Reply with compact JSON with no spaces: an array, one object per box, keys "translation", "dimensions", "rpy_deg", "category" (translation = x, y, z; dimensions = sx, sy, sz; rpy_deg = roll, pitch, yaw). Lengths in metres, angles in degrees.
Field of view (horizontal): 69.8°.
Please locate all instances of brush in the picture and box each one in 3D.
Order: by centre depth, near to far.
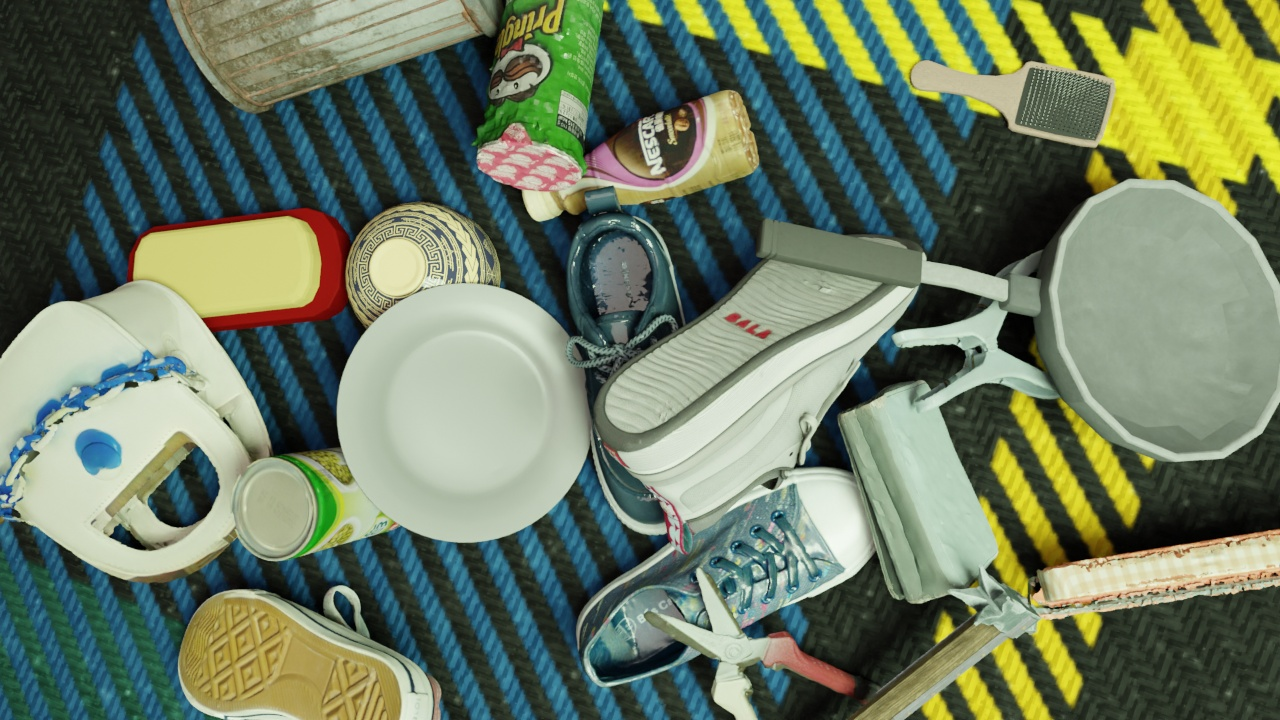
[{"translation":[0.255,-0.186,0.633],"dimensions":[0.136,0.015,0.050],"rpy_deg":[15,90,8],"category":"brush"},{"translation":[-0.306,-0.067,0.690],"dimensions":[0.173,0.042,0.082],"rpy_deg":[-6,86,8],"category":"brush"}]

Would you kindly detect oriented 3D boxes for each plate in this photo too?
[{"translation":[-0.118,0.035,0.637],"dimensions":[0.178,0.012,0.178],"rpy_deg":[2,85,-23],"category":"plate"}]

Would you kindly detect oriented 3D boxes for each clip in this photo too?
[{"translation":[0.252,0.011,0.590],"dimensions":[0.171,0.029,0.141],"rpy_deg":[-26,86,-16],"category":"clip"}]

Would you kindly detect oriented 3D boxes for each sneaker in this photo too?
[{"translation":[0.095,0.014,0.595],"dimensions":[0.262,0.129,0.097],"rpy_deg":[-37,41,-22],"category":"sneaker"},{"translation":[0.055,0.144,0.610],"dimensions":[0.235,0.079,0.087],"rpy_deg":[-30,84,5],"category":"sneaker"},{"translation":[-0.004,0.004,0.621],"dimensions":[0.089,0.087,0.235],"rpy_deg":[-11,87,8],"category":"sneaker"},{"translation":[-0.223,0.219,0.642],"dimensions":[0.241,0.087,0.118],"rpy_deg":[6,75,32],"category":"sneaker"}]

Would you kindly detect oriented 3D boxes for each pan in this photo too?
[{"translation":[0.236,-0.038,0.557],"dimensions":[0.357,0.041,0.178],"rpy_deg":[10,77,-14],"category":"pan"}]

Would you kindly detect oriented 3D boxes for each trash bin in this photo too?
[{"translation":[-0.201,-0.266,0.644],"dimensions":[0.211,0.130,0.130],"rpy_deg":[-17,85,8],"category":"trash bin"}]

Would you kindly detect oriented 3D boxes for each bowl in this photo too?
[{"translation":[-0.164,-0.062,0.660],"dimensions":[0.112,0.061,0.112],"rpy_deg":[0,87,8],"category":"bowl"}]

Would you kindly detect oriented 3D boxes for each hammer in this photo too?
[{"translation":[0.125,0.253,0.592],"dimensions":[0.317,0.147,0.028],"rpy_deg":[-44,51,13],"category":"hammer"}]

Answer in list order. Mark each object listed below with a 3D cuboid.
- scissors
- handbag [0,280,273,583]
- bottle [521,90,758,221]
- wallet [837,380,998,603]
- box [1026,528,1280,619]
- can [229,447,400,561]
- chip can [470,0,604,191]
[{"translation":[0.081,0.210,0.595],"dimensions":[0.193,0.015,0.179],"rpy_deg":[3,111,-17],"category":"scissors"},{"translation":[-0.368,0.063,0.655],"dimensions":[0.201,0.092,0.199],"rpy_deg":[-43,92,20],"category":"handbag"},{"translation":[-0.003,-0.137,0.646],"dimensions":[0.166,0.059,0.059],"rpy_deg":[-15,85,16],"category":"bottle"},{"translation":[0.176,0.080,0.589],"dimensions":[0.054,0.100,0.131],"rpy_deg":[-20,83,33],"category":"wallet"},{"translation":[0.342,0.132,0.579],"dimensions":[0.187,0.083,0.043],"rpy_deg":[-11,71,9],"category":"box"},{"translation":[-0.211,0.093,0.627],"dimensions":[0.067,0.120,0.067],"rpy_deg":[0,89,18],"category":"can"},{"translation":[-0.061,-0.232,0.630],"dimensions":[0.075,0.075,0.223],"rpy_deg":[4,76,8],"category":"chip can"}]
